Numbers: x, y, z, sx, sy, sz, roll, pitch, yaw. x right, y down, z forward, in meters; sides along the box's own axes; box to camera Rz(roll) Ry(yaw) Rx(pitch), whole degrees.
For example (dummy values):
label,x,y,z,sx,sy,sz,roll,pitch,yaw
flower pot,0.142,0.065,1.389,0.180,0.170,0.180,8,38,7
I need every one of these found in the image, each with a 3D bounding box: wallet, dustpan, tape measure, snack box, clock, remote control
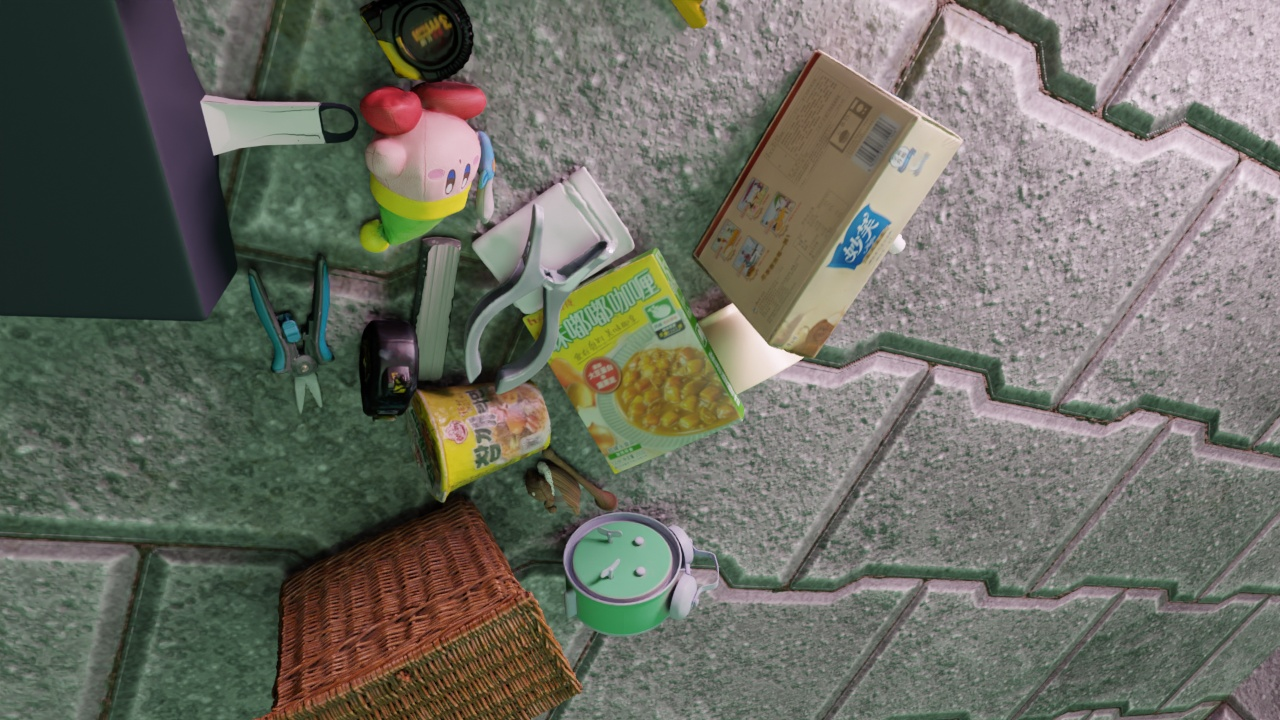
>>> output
label,x,y,z,sx,sy,sz,roll,pitch,yaw
wallet,-0.072,-0.099,0.759,0.116,0.032,0.086,-29,123,3
dustpan,-0.330,-0.146,0.596,0.273,0.080,0.237,2,126,-1
tape measure,-0.205,0.004,0.745,0.042,0.072,0.072,1,152,-23
snack box,-0.005,0.005,0.797,0.132,0.027,0.168,-24,106,20
snack box,0.142,-0.128,0.753,0.055,0.153,0.208,15,117,-34
tape measure,-0.146,-0.224,0.625,0.067,0.038,0.063,-31,123,-5
clock,0.001,0.219,0.960,0.161,0.121,0.075,-1,128,-1
remote control,-0.173,-0.040,0.765,0.033,0.013,0.137,0,126,-24

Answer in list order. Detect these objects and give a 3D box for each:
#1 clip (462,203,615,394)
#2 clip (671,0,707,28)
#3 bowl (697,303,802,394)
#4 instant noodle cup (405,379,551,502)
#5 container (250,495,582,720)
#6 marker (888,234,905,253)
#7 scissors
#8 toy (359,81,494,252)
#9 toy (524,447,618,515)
label,x,y,z,sx,sy,sz,roll,pitch,yaw
clip,-0.105,-0.051,0.743,0.108,0.028,0.163,27,109,-27
clip,0.045,-0.276,0.679,0.046,0.035,0.053,-37,130,14
bowl,0.085,-0.011,0.861,0.118,0.118,0.074,-27,89,-4
instant noodle cup,-0.141,0.061,0.808,0.108,0.102,0.102,-15,130,-26
container,-0.214,0.257,0.854,0.249,0.183,0.162,-24,130,-8
marker,0.213,-0.143,0.867,0.133,0.017,0.020,35,68,-39
scissors,-0.273,-0.023,0.727,0.122,0.019,0.149,-41,136,2
toy,-0.161,-0.137,0.672,0.123,0.097,0.132,-38,139,-52
toy,-0.075,0.131,0.923,0.102,0.042,0.054,45,77,-33
